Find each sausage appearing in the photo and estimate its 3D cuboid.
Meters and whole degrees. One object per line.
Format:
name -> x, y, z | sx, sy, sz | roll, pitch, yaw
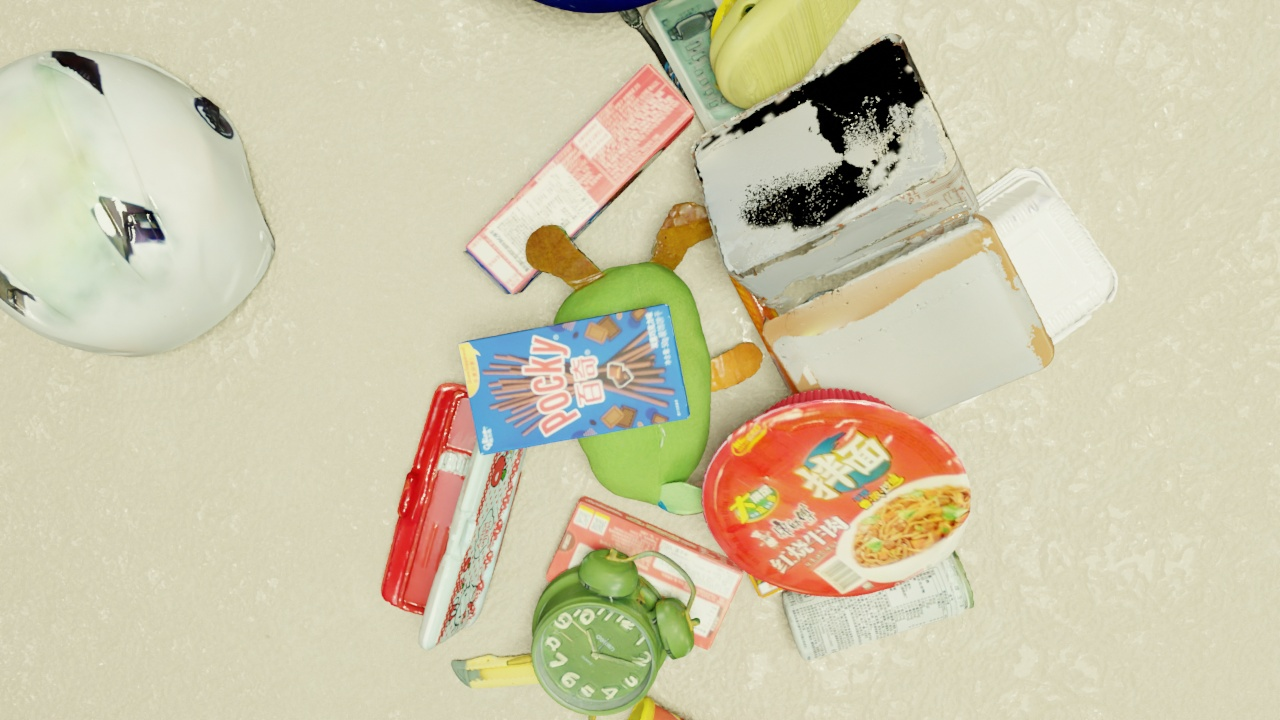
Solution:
sausage -> 0.106, -0.029, 0.759 | 0.021, 0.021, 0.165 | -27, 94, 4

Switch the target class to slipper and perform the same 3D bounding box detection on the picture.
slipper -> 0.114, -0.281, 0.713 | 0.081, 0.091, 0.190 | 38, 83, 31

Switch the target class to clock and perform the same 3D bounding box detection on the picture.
clock -> -0.023, 0.217, 0.742 | 0.116, 0.056, 0.161 | 40, 104, -5

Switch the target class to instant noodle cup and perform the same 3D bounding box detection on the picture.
instant noodle cup -> 0.289, -0.058, 0.732 | 0.173, 0.060, 0.138 | -36, 93, 6
instant noodle cup -> 0.144, 0.091, 0.694 | 0.194, 0.065, 0.194 | 4, 123, 6

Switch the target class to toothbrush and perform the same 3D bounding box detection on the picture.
toothbrush -> 0.037, -0.223, 0.749 | 0.014, 0.016, 0.189 | -38, 94, 12

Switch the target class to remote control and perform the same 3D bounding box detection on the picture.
remote control -> 0.059, -0.232, 0.737 | 0.056, 0.019, 0.135 | -29, 93, -15

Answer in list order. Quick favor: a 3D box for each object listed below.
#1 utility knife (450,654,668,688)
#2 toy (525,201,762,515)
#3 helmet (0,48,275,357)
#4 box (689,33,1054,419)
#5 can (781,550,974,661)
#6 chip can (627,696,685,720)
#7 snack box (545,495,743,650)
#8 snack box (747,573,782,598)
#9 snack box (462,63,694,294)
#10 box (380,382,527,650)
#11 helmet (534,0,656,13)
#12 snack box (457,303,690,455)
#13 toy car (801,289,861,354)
utility knife -> -0.067, 0.262, 0.796 | 0.195, 0.020, 0.031 | -8, 100, -2
toy -> -0.004, 0.004, 0.729 | 0.226, 0.090, 0.247 | -9, 100, -13
helmet -> -0.433, -0.126, 0.708 | 0.229, 0.146, 0.258 | -25, 93, 3
box -> 0.163, -0.079, 0.669 | 0.179, 0.130, 0.272 | -25, 88, 23
can -> 0.193, 0.199, 0.757 | 0.147, 0.058, 0.058 | -18, 94, 3
chip can -> 0.082, 0.365, 0.769 | 0.216, 0.073, 0.073 | 29, 95, -1
snack box -> 0.004, 0.179, 0.778 | 0.153, 0.025, 0.075 | 23, 96, 0
snack box -> 0.152, 0.132, 0.769 | 0.154, 0.026, 0.075 | -26, 94, 4
snack box -> -0.049, -0.142, 0.738 | 0.207, 0.057, 0.058 | -44, 95, 5
box -> -0.153, 0.124, 0.742 | 0.095, 0.101, 0.201 | 17, 95, 0
helmet -> -0.009, -0.393, 0.615 | 0.240, 0.247, 0.316 | 37, 104, 17
snack box -> -0.048, 0.014, 0.670 | 0.157, 0.026, 0.084 | -11, 95, 3
toy car -> 0.176, -0.005, 0.753 | 0.054, 0.036, 0.120 | -45, 82, 7
